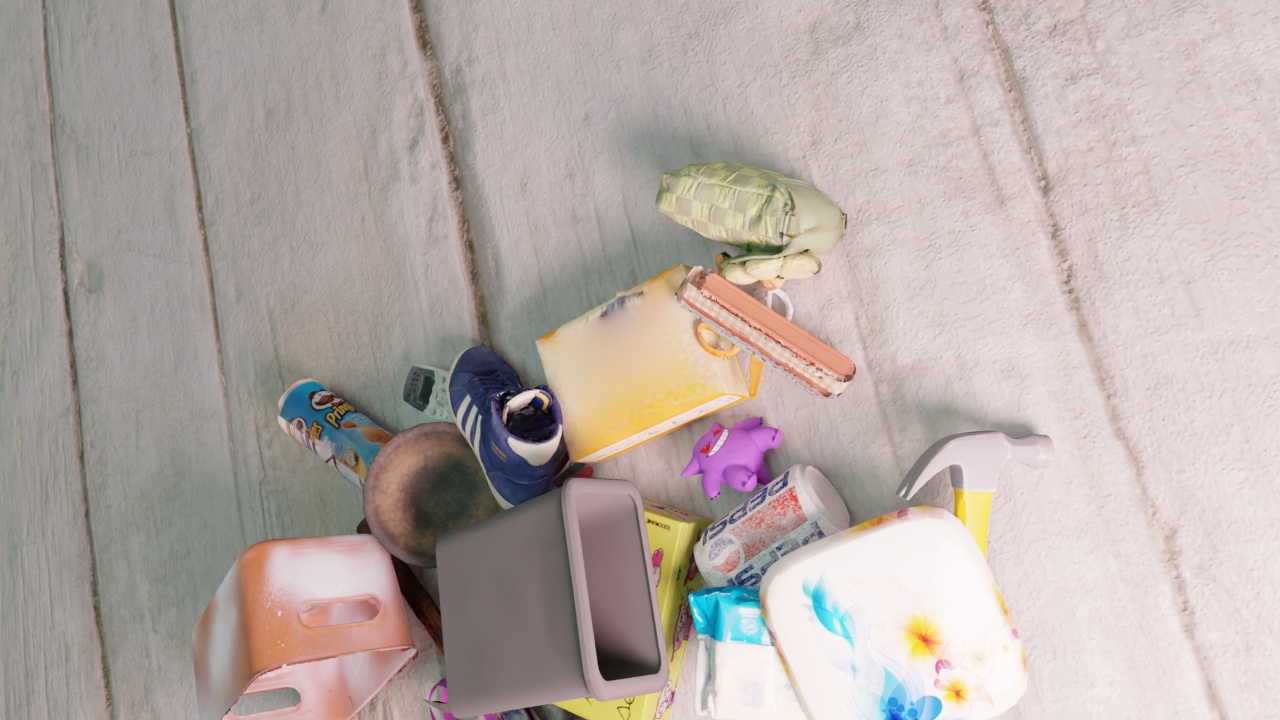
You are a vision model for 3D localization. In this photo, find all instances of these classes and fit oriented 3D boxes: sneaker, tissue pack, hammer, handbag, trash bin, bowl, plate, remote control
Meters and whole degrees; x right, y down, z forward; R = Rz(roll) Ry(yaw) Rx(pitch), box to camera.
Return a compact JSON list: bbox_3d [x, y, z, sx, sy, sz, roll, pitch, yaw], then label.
[{"bbox_3d":[-0.149,0.039,0.986,0.119,0.091,0.232,106,147,-48],"label":"sneaker"},{"bbox_3d":[0.145,0.261,0.810,0.209,0.066,0.117,2,86,3],"label":"tissue pack"},{"bbox_3d":[0.273,0.220,0.771,0.127,0.029,0.323,4,90,-6],"label":"hammer"},{"bbox_3d":[-0.177,0.421,1.027,0.170,0.068,0.145,34,101,35],"label":"handbag"},{"bbox_3d":[-0.093,0.233,0.879,0.220,0.097,0.191,-27,64,40],"label":"trash bin"},{"bbox_3d":[-0.395,0.321,1.058,0.261,0.181,0.157,-47,53,37],"label":"trash bin"},{"bbox_3d":[-0.257,0.288,1.079,0.111,0.028,0.301,-49,55,1],"label":"hammer"},{"bbox_3d":[-0.229,0.153,1.043,0.162,0.070,0.162,1,80,-6],"label":"bowl"},{"bbox_3d":[0.102,-0.130,0.900,0.186,0.113,0.117,23,110,33],"label":"handbag"},{"bbox_3d":[0.205,0.226,0.751,0.187,0.016,0.187,-24,89,12],"label":"plate"},{"bbox_3d":[-0.241,0.043,1.119,0.114,0.028,0.060,21,95,31],"label":"remote control"}]

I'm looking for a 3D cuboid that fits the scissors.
[{"bbox_3d":[0.116,-0.021,0.894,0.125,0.011,0.129,20,68,-4],"label":"scissors"}]

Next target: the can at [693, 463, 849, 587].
[{"bbox_3d":[0.122,0.163,0.864,0.136,0.078,0.078,-40,67,21],"label":"can"}]

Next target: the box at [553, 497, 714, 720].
[{"bbox_3d":[-0.013,0.254,0.933,0.124,0.082,0.221,15,91,31],"label":"box"}]

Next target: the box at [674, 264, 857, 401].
[{"bbox_3d":[0.119,-0.029,0.864,0.187,0.057,0.060,32,98,5],"label":"box"}]

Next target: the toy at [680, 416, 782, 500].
[{"bbox_3d":[0.089,0.096,0.904,0.088,0.056,0.105,14,55,34],"label":"toy"}]

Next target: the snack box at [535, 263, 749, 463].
[{"bbox_3d":[-0.006,0.006,0.955,0.196,0.080,0.145,-26,72,25],"label":"snack box"}]

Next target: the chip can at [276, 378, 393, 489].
[{"bbox_3d":[-0.366,0.105,1.160,0.230,0.079,0.080,28,99,30],"label":"chip can"}]

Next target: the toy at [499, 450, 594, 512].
[{"bbox_3d":[-0.105,0.144,1.012,0.111,0.030,0.049,-38,63,-13],"label":"toy"}]
